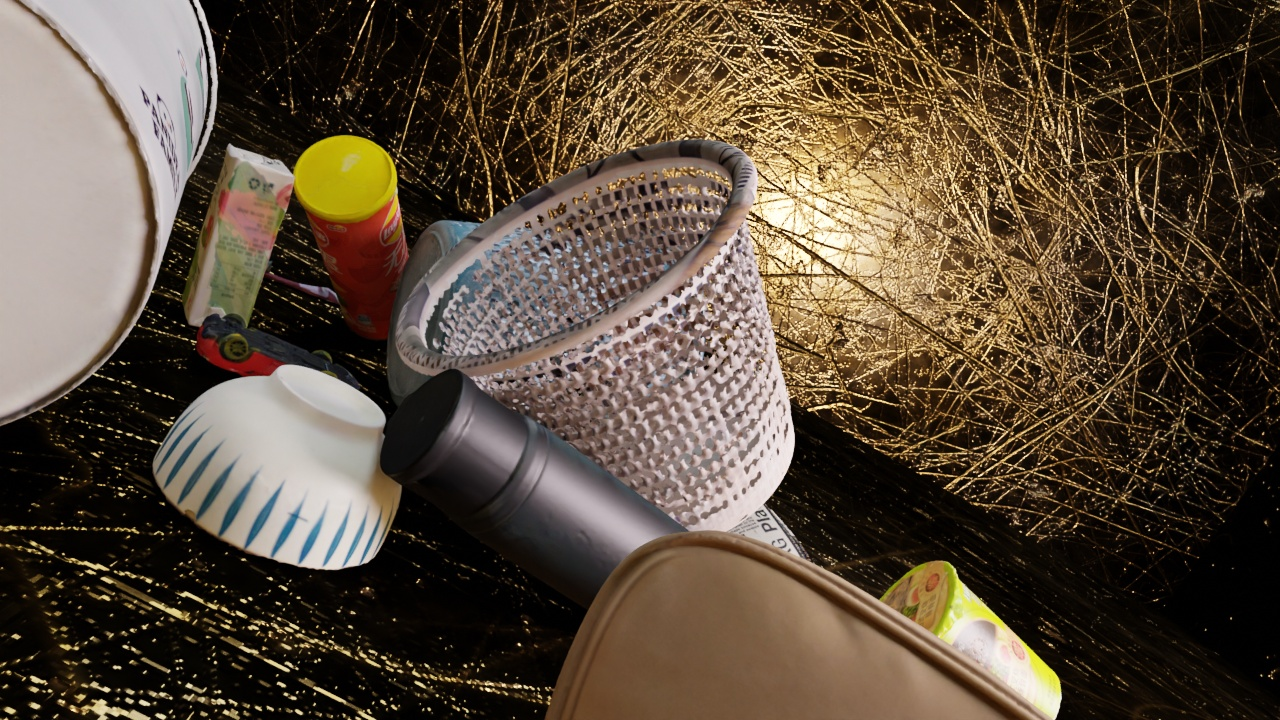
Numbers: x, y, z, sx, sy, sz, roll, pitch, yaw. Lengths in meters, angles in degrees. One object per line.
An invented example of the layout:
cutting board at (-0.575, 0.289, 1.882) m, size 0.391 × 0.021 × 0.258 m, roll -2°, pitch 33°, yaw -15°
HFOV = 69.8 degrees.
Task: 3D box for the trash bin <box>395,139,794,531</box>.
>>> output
trash bin at (-0.004, 0.002, 0.570) m, size 0.192 × 0.227 × 0.227 m, roll 61°, pitch -10°, yaw -30°

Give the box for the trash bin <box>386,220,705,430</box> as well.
trash bin at (-0.089, -0.019, 0.739) m, size 0.195 × 0.227 × 0.226 m, roll 12°, pitch 16°, yaw -29°

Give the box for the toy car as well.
toy car at (-0.237, 0.003, 0.605) m, size 0.106 × 0.031 × 0.049 m, roll 25°, pitch 10°, yaw -31°

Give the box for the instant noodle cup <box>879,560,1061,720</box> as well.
instant noodle cup at (0.249, 0.235, 0.706) m, size 0.123 × 0.112 × 0.111 m, roll 37°, pitch 7°, yaw -4°

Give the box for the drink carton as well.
drink carton at (-0.283, -0.084, 0.646) m, size 0.045 × 0.122 × 0.053 m, roll 13°, pitch 15°, yaw -36°

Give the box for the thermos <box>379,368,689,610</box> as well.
thermos at (-0.028, 0.092, 0.496) m, size 0.242 × 0.068 × 0.090 m, roll 41°, pitch -12°, yaw -29°

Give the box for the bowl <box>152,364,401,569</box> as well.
bowl at (-0.169, 0.044, 0.457) m, size 0.116 × 0.066 × 0.116 m, roll 30°, pitch 7°, yaw -4°

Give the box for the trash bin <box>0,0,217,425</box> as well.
trash bin at (-0.302, -0.106, 0.390) m, size 0.229 × 0.230 × 0.252 m, roll 25°, pitch 14°, yaw -35°

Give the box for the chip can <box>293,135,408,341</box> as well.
chip can at (-0.225, -0.091, 0.748) m, size 0.073 × 0.073 × 0.217 m, roll 31°, pitch -23°, yaw 4°

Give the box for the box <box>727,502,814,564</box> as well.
box at (0.072, 0.138, 0.747) m, size 0.088 × 0.076 × 0.162 m, roll 16°, pitch 23°, yaw -36°

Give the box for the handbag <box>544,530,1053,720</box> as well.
handbag at (0.061, 0.158, 0.319) m, size 0.204 × 0.147 × 0.100 m, roll 33°, pitch -13°, yaw 18°

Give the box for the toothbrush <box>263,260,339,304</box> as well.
toothbrush at (-0.301, -0.066, 0.888) m, size 0.187 × 0.017 × 0.016 m, roll 22°, pitch 12°, yaw -46°
